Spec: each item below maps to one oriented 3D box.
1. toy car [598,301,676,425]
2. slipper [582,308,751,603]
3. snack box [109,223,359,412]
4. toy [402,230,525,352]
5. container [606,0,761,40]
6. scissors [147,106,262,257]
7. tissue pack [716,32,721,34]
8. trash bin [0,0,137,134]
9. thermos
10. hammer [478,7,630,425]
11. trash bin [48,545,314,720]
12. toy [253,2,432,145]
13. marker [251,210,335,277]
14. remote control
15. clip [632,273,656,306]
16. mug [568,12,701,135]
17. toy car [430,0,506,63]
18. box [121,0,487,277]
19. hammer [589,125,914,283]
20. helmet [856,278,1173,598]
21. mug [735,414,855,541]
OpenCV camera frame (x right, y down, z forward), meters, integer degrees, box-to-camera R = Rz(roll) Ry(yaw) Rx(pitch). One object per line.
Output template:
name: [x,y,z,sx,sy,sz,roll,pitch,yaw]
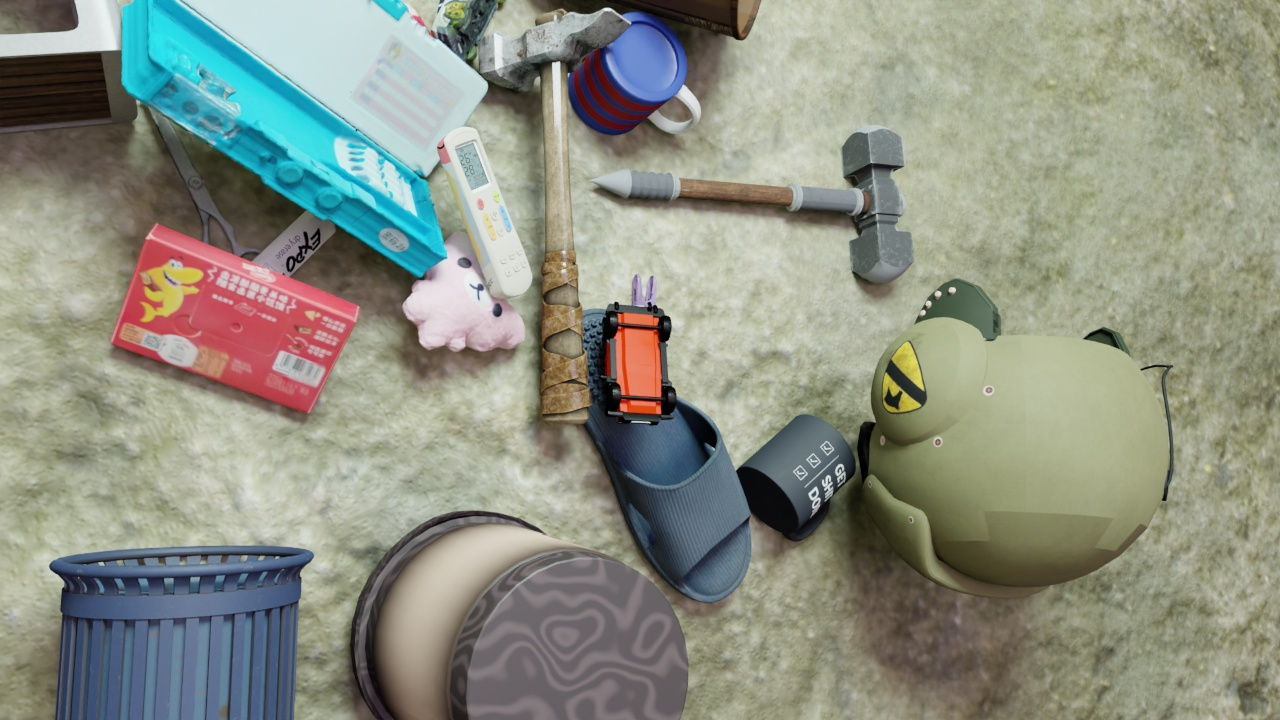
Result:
toy car: [-0.004,0.004,0.691,0.051,0.049,0.100,4,64,-14]
slipper: [0.024,0.072,0.733,0.101,0.083,0.263,-33,96,-28]
snack box: [-0.265,-0.024,0.604,0.133,0.089,0.021,24,28,-22]
toy: [-0.136,-0.041,0.680,0.099,0.053,0.095,61,37,-7]
container: [0.014,-0.339,0.733,0.167,0.132,0.132,15,73,11]
scissors: [-0.294,-0.111,0.638,0.090,0.014,0.171,-5,86,-29]
tissue pack: [0.067,-0.405,0.835,0.103,0.071,0.181,21,77,-23]
trash bin: [-0.430,-0.201,0.524,0.228,0.115,0.114,-15,89,-28]
thermos: [-0.080,0.183,0.581,0.172,0.227,0.172,4,81,-26]
hammer: [-0.062,-0.110,0.703,0.048,0.122,0.318,3,84,-60]
trash bin: [-0.268,0.239,0.531,0.139,0.139,0.249,3,83,-26]
toy: [-0.211,-0.206,0.669,0.137,0.067,0.105,-25,103,-20]
marker: [-0.241,-0.084,0.647,0.025,0.025,0.125,43,59,-15]
remote control: [-0.111,-0.105,0.662,0.038,0.018,0.125,-43,118,-53]
clip: [0.000,-0.048,0.777,0.037,0.013,0.053,-13,91,-27]
mug: [0.004,-0.228,0.769,0.112,0.076,0.074,28,71,-21]
toy car: [-0.136,-0.282,0.726,0.033,0.048,0.105,19,72,12]
box: [-0.212,-0.173,0.602,0.227,0.084,0.172,35,56,-49]
hammer: [0.106,-0.151,0.833,0.321,0.043,0.156,0,83,-24]
helmet: [0.289,0.075,0.754,0.250,0.256,0.232,13,72,-26]
mug: [0.138,0.110,0.798,0.077,0.071,0.105,-37,126,-26]
